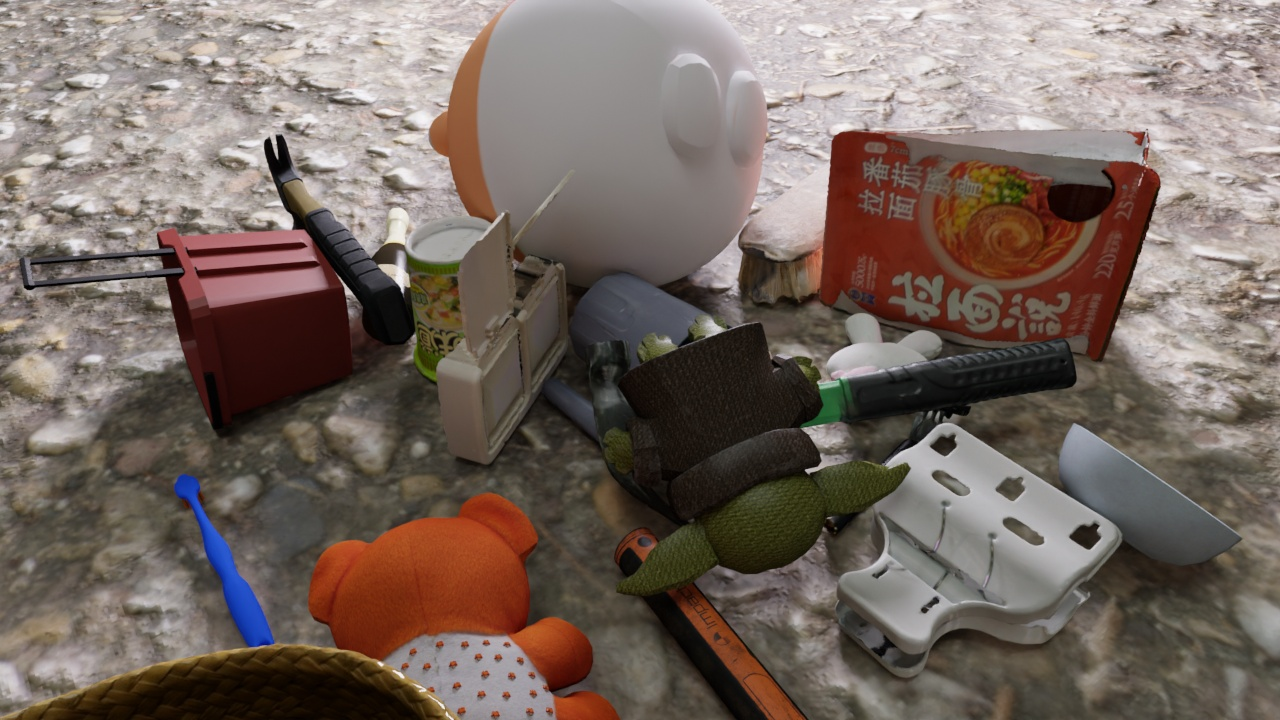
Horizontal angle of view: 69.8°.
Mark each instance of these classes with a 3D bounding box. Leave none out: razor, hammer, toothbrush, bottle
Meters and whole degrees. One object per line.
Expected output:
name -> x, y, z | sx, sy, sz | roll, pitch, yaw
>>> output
razor -> 0.168, 0.070, 0.618 | 0.043, 0.022, 0.144 | 22, 50, 41
hammer -> 0.088, 0.188, 0.464 | 0.137, 0.035, 0.314 | -23, 42, -22
hammer -> 0.130, 0.028, 0.601 | 0.318, 0.032, 0.130 | -10, 78, -5
toothbrush -> -0.266, 0.130, 0.586 | 0.016, 0.018, 0.182 | -26, 46, -26
bottle -> -0.222, -0.087, 0.828 | 0.045, 0.045, 0.184 | -8, 39, -6
hammer -> -0.258, -0.103, 0.763 | 0.025, 0.118, 0.333 | -25, 36, -21

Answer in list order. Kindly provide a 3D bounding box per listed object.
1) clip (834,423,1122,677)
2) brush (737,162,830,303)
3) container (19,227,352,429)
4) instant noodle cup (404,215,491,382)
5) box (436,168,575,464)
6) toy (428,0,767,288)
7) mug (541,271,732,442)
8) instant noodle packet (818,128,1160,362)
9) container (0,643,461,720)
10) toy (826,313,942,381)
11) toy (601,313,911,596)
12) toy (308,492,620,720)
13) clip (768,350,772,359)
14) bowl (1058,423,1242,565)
clip -> 0.181, 0.123, 0.536 | 0.152, 0.096, 0.126 | -43, 48, -13
brush -> 0.184, -0.138, 0.848 | 0.083, 0.057, 0.270 | 22, 44, 34
container -> -0.339, -0.030, 0.701 | 0.200, 0.127, 0.148 | -15, 39, -29
instant noodle cup -> -0.141, -0.052, 0.727 | 0.099, 0.108, 0.098 | -3, 37, 2
box -> -0.088, -0.031, 0.637 | 0.050, 0.184, 0.143 | 16, 46, 13
toy -> -0.037, -0.193, 0.774 | 0.281, 0.266, 0.262 | 6, 7, 40
mug -> -0.004, 0.004, 0.679 | 0.124, 0.084, 0.104 | -49, 51, -9
instant noodle packet -> 0.253, -0.097, 0.704 | 0.221, 0.165, 0.083 | 9, 42, 15
container -> -0.149, 0.265, 0.259 | 0.307, 0.197, 0.306 | -3, 37, 2
toy -> 0.178, 0.003, 0.685 | 0.079, 0.038, 0.122 | 13, 31, 27
toy -> 0.051, 0.048, 0.534 | 0.179, 0.078, 0.152 | -21, 80, -9
toy -> -0.103, 0.160, 0.481 | 0.163, 0.093, 0.172 | -15, 52, -10
clip -> 0.082, 0.017, 0.689 | 0.041, 0.024, 0.060 | -1, 42, 4
bowl -> 0.292, 0.085, 0.544 | 0.106, 0.039, 0.106 | 33, 11, -8
